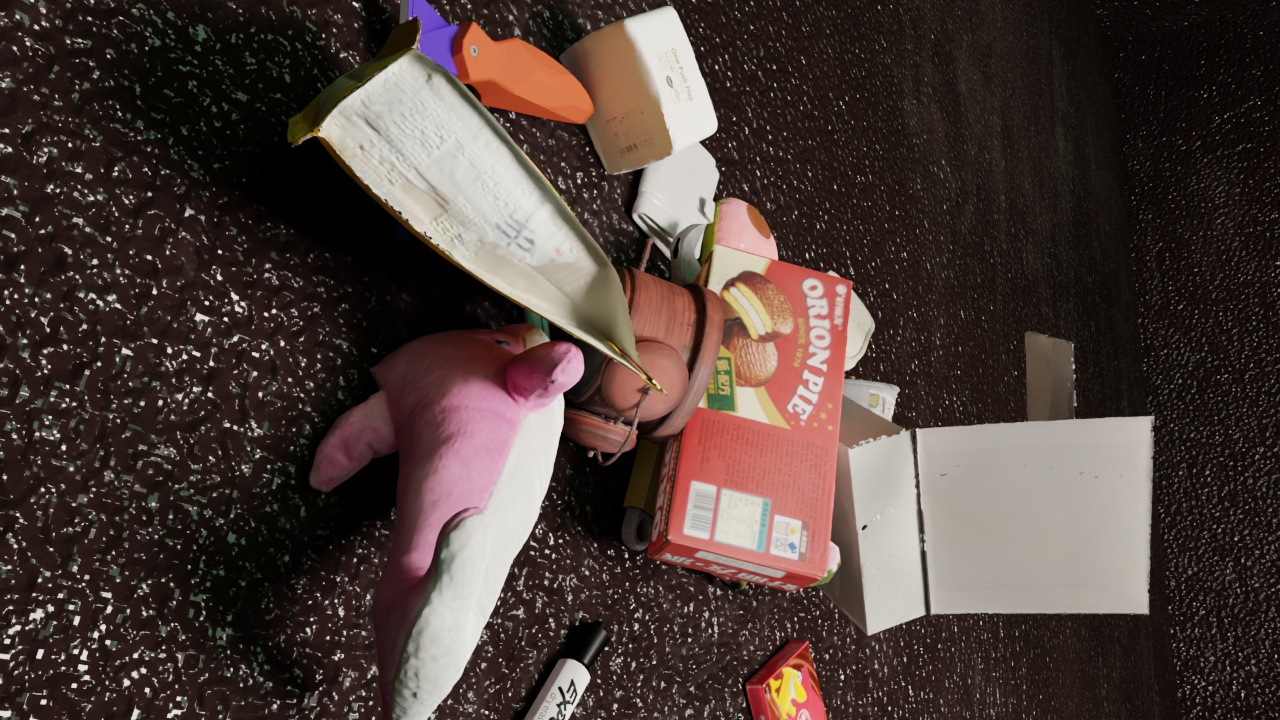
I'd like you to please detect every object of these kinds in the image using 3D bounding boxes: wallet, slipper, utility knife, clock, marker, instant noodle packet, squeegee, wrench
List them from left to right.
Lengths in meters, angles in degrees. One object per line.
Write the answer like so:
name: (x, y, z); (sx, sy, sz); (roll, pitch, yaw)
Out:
instant noodle packet: (-0.079, -0.075, 0.507); (0.084, 0.163, 0.221); (-47, 117, -3)
squeegee: (-0.089, -0.196, 0.636); (0.184, 0.055, 0.249); (3, 91, -60)
utility knife: (-0.073, -0.022, 0.649); (0.022, 0.015, 0.129); (-11, 93, -55)
marker: (-0.055, 0.222, 0.598); (0.025, 0.025, 0.125); (59, 42, -23)
clock: (-0.003, 0.004, 0.638); (0.072, 0.121, 0.157); (21, 50, -19)
wrench: (0.025, 0.017, 0.733); (0.083, 0.018, 0.272); (40, 58, -48)
wallet: (0.033, -0.148, 0.802); (0.086, 0.032, 0.116); (35, 55, -39)
slipper: (0.178, -0.039, 0.921); (0.114, 0.055, 0.273); (55, 24, 8)
clock: (0.210, 0.044, 0.924); (0.147, 0.104, 0.056); (15, 79, -55)

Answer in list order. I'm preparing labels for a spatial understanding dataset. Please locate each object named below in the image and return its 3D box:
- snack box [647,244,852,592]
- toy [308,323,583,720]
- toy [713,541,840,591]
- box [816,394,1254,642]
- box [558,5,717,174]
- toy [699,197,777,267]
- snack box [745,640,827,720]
snack box: (0.083, 0.037, 0.669); (0.113, 0.060, 0.235); (14, 64, -7)
toy: (-0.111, 0.059, 0.498); (0.128, 0.187, 0.265); (18, 35, -9)
toy: (0.075, 0.077, 0.721); (0.105, 0.131, 0.205); (11, 72, -45)
box: (0.250, 0.115, 0.712); (0.149, 0.370, 0.167); (-35, 121, -50)
box: (0.019, -0.225, 0.746); (0.136, 0.124, 0.109); (-30, 106, -33)
toy: (0.088, -0.094, 0.841); (0.090, 0.051, 0.109); (47, 48, -32)
snack box: (0.137, 0.330, 0.816); (0.089, 0.021, 0.133); (-19, 96, -51)
